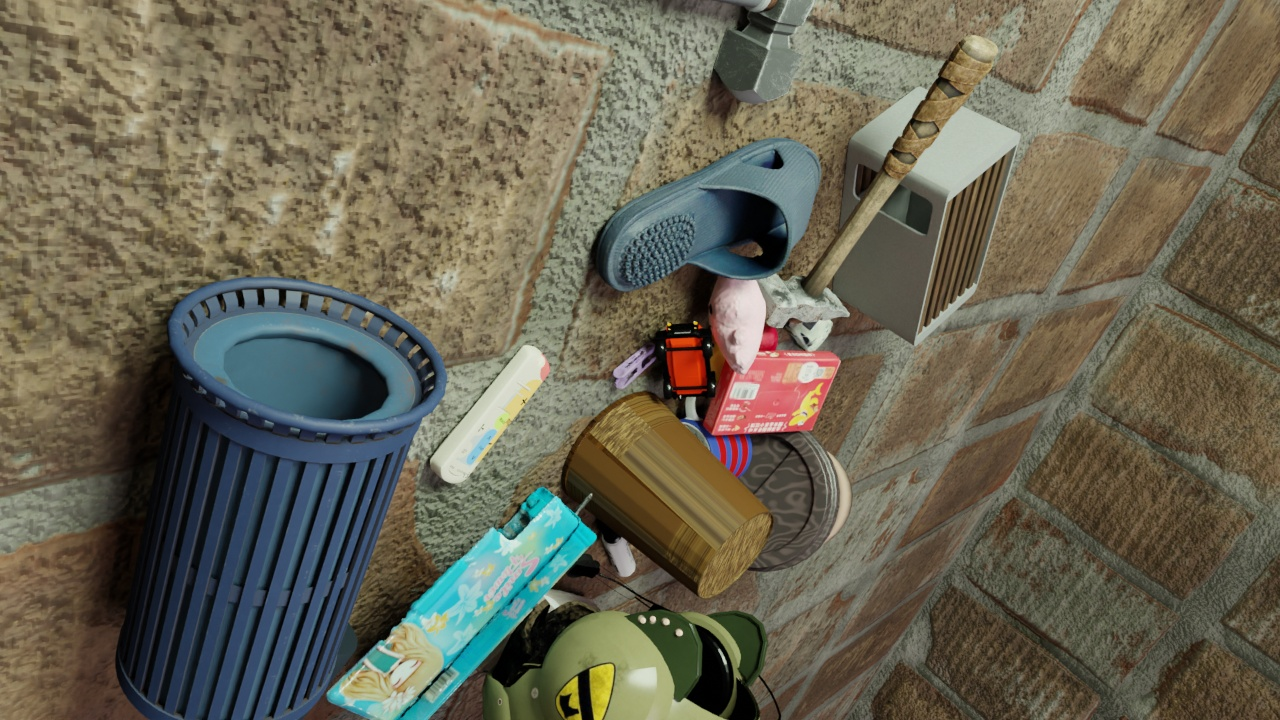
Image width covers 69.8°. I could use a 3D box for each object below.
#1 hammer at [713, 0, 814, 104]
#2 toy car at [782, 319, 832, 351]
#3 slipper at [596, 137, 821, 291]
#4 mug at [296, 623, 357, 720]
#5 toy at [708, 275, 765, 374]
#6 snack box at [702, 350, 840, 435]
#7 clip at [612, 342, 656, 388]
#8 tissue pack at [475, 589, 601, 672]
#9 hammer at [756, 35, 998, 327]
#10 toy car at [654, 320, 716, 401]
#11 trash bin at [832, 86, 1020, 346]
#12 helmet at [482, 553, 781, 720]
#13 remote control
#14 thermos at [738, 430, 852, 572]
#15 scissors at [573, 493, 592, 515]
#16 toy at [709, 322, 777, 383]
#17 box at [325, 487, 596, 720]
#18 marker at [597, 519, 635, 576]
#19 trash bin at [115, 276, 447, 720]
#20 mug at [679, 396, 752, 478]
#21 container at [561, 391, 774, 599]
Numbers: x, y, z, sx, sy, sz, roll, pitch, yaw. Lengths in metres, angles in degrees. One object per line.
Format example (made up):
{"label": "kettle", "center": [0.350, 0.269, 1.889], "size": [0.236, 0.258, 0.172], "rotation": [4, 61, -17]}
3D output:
{"label": "hammer", "center": [0.007, -0.241, 0.566], "size": [0.321, 0.043, 0.156], "rotation": [-12, 132, -44]}
{"label": "toy car", "center": [0.193, -0.039, 1.035], "size": [0.048, 0.033, 0.105], "rotation": [-53, 151, -1]}
{"label": "slipper", "center": [0.083, -0.113, 0.761], "size": [0.262, 0.082, 0.101], "rotation": [-25, 139, -36]}
{"label": "mug", "center": [-0.258, 0.222, 0.688], "size": [0.077, 0.071, 0.105], "rotation": [-53, 171, 2]}
{"label": "toy", "center": [0.089, -0.034, 0.843], "size": [0.099, 0.053, 0.095], "rotation": [65, 23, -74]}
{"label": "snack box", "center": [0.134, 0.032, 0.928], "size": [0.132, 0.021, 0.089], "rotation": [0, 120, -32]}
{"label": "clip", "center": [-0.005, 0.002, 0.835], "size": [0.053, 0.013, 0.037], "rotation": [-30, 144, -35]}
{"label": "tissue pack", "center": [-0.097, 0.289, 0.961], "size": [0.104, 0.071, 0.181], "rotation": [-43, 148, 1]}
{"label": "hammer", "center": [0.216, -0.150, 0.841], "size": [0.121, 0.049, 0.320], "rotation": [-5, 140, -35]}
{"label": "toy car", "center": [0.043, -0.001, 0.854], "size": [0.100, 0.051, 0.048], "rotation": [78, 12, -51]}
{"label": "trash bin", "center": [0.292, -0.147, 0.968], "size": [0.114, 0.114, 0.229], "rotation": [-38, 147, -21]}
{"label": "helmet", "center": [-0.023, 0.293, 0.797], "size": [0.233, 0.256, 0.250], "rotation": [-55, 151, 3]}
{"label": "remote control", "center": [-0.117, 0.042, 0.723], "size": [0.125, 0.018, 0.038], "rotation": [-51, 150, -4]}
{"label": "thermos", "center": [0.168, 0.159, 1.094], "size": [0.173, 0.173, 0.226], "rotation": [-55, 156, 7]}
{"label": "scissors", "center": [-0.100, 0.184, 0.870], "size": [0.090, 0.014, 0.172], "rotation": [-28, 160, -40]}
{"label": "toy", "center": [0.114, -0.006, 0.947], "size": [0.137, 0.067, 0.105], "rotation": [32, 93, -47]}
{"label": "box", "center": [-0.138, 0.205, 0.762], "size": [0.227, 0.083, 0.172], "rotation": [-46, 177, -12]}
{"label": "marker", "center": [-0.027, 0.203, 1.009], "size": [0.025, 0.025, 0.126], "rotation": [-40, 148, -18]}
{"label": "trash bin", "center": [-0.216, 0.094, 0.531], "size": [0.139, 0.139, 0.250], "rotation": [-8, 131, -49]}
{"label": "mug", "center": [0.068, 0.078, 0.966], "size": [0.076, 0.075, 0.112], "rotation": [-4, 100, -51]}
{"label": "container", "center": [0.030, 0.130, 0.864], "size": [0.132, 0.167, 0.132], "rotation": [-34, 145, -27]}
